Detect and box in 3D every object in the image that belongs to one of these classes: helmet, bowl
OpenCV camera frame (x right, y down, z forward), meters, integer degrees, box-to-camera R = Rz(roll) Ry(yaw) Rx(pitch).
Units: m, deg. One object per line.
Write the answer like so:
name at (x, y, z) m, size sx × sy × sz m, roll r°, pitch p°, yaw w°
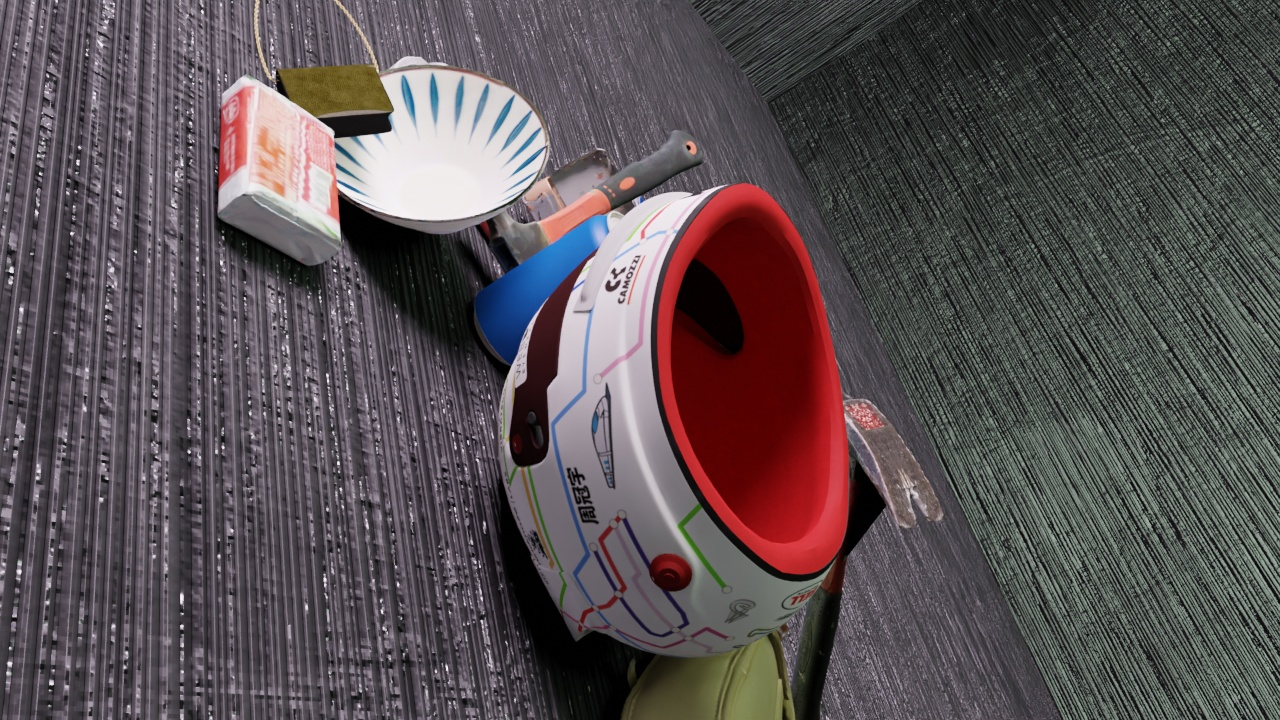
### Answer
helmet at (0.012, 0.051, 0.659) m, size 0.230 × 0.237 × 0.314 m, roll -8°, pitch 87°, yaw -45°
bowl at (-0.162, -0.151, 0.727) m, size 0.071 × 0.177 × 0.177 m, roll 102°, pitch -23°, yaw -54°

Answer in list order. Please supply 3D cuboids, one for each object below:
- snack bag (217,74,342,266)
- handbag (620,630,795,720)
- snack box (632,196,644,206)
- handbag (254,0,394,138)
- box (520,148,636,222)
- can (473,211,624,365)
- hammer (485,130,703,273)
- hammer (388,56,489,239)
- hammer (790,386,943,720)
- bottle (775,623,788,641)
snack bag at (-0.238, -0.125, 0.608) m, size 0.077 × 0.036 × 0.115 m, roll 33°, pitch 34°, yaw -49°
handbag at (0.063, 0.292, 0.701) m, size 0.232 × 0.089 × 0.191 m, roll -54°, pitch 128°, yaw -68°
snack box at (-0.001, -0.112, 1.109) m, size 0.059 × 0.060 × 0.226 m, roll 42°, pitch 27°, yaw -31°
handbag at (-0.252, -0.241, 0.708) m, size 0.084 × 0.028 × 0.178 m, roll -14°, pitch 62°, yaw -28°
box at (-0.030, -0.101, 0.944) m, size 0.216 × 0.096 × 0.105 m, roll 61°, pitch 10°, yaw -13°
can at (-0.063, -0.056, 0.761) m, size 0.079 × 0.146 × 0.078 m, roll 48°, pitch 24°, yaw -29°
hammer at (-0.029, -0.165, 0.914) m, size 0.332 × 0.033 × 0.133 m, roll -42°, pitch 106°, yaw -45°
hammer at (-0.141, -0.138, 0.859) m, size 0.315 × 0.036 × 0.126 m, roll 59°, pitch 23°, yaw -6°
hammer at (0.156, 0.184, 0.733) m, size 0.140 × 0.036 × 0.327 m, roll -126°, pitch -146°, yaw -52°
bottle at (0.066, 0.189, 0.821) m, size 0.162 × 0.057 × 0.056 m, roll 50°, pitch 20°, yaw 6°
